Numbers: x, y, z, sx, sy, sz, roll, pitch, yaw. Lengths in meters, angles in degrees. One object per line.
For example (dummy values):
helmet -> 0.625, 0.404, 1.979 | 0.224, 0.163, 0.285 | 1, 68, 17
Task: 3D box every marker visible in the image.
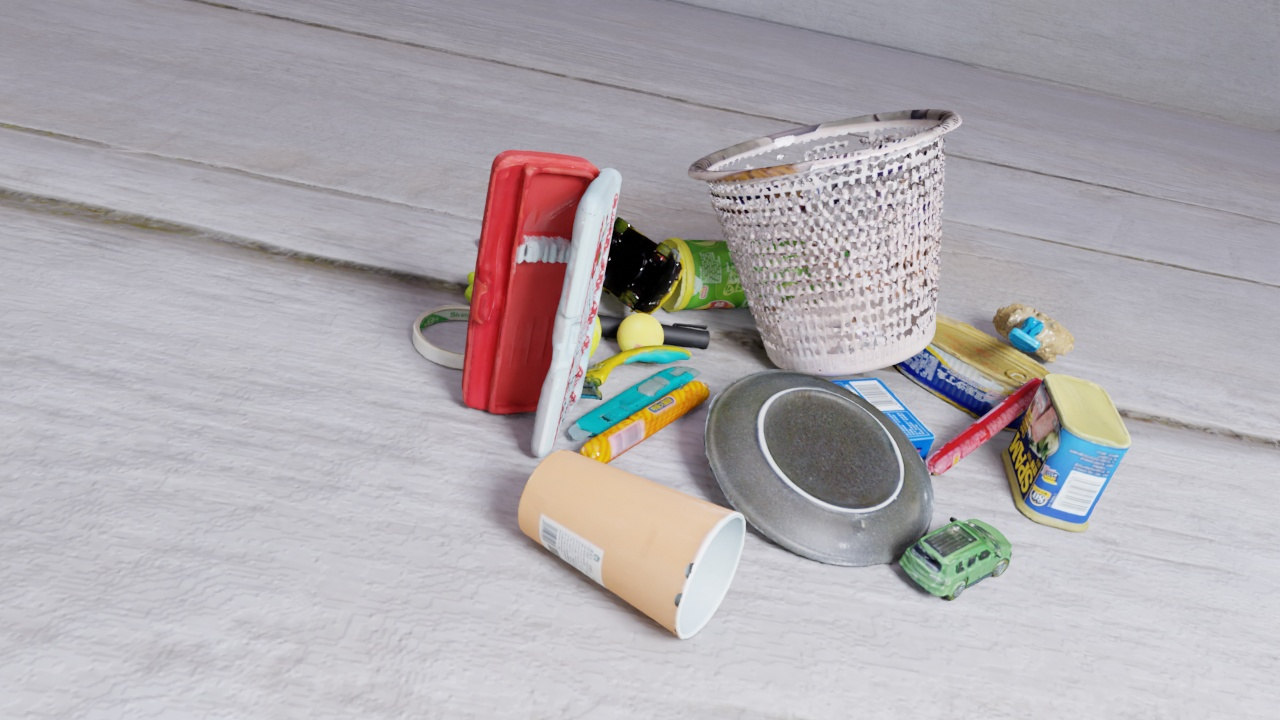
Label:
marker -> -0.003, -0.028, 0.822 | 0.132, 0.022, 0.020 | 7, -7, -10

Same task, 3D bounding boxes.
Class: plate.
plate -> 0.134, 0.068, 0.666 | 0.179, 0.024, 0.179 | 12, 44, -12

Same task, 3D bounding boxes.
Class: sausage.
sausage -> 0.285, 0.054, 0.755 | 0.155, 0.020, 0.020 | -30, 47, -23
sausage -> 0.007, 0.046, 0.699 | 0.021, 0.021, 0.164 | 29, 33, 26

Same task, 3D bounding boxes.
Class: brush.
brush -> 0.368, -0.024, 0.869 | 0.083, 0.046, 0.254 | 37, 18, 18

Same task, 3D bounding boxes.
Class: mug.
mug -> -0.009, 0.103, 0.549 | 0.123, 0.078, 0.078 | 21, 31, 25

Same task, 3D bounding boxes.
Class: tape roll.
tape roll -> -0.145, -0.020, 0.762 | 0.086, 0.014, 0.085 | 9, 30, -6

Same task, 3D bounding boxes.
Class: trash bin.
trash bin -> 0.170, -0.100, 0.800 | 0.227, 0.192, 0.227 | -12, 19, 4

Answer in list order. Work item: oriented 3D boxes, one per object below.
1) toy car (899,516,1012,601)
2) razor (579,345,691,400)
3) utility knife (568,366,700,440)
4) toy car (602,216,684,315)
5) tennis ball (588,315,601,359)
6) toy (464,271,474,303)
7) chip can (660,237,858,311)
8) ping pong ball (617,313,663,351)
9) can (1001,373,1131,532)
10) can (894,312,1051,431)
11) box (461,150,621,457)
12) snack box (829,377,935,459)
toy car -> 0.217, 0.131, 0.624 | 0.091, 0.036, 0.043 | -9, 35, -39
razor -> -0.004, 0.004, 0.747 | 0.132, 0.028, 0.043 | -17, 9, -42
utility knife -> -0.003, 0.031, 0.729 | 0.029, 0.013, 0.164 | 23, 31, 28
toy car -> -0.006, -0.085, 0.861 | 0.041, 0.071, 0.156 | 34, 2, -35
tennis ball -> -0.065, -0.023, 0.746 | 0.065, 0.066, 0.065 | 9, 30, -6
toy -> -0.108, -0.066, 0.838 | 0.100, 0.031, 0.096 | 3, 30, -7
chip can -> 0.123, -0.087, 0.921 | 0.221, 0.073, 0.072 | -3, 33, -25
ping pong ball -> 0.000, -0.021, 0.791 | 0.040, 0.040, 0.040 | 9, 30, -6
can -> 0.333, 0.069, 0.722 | 0.057, 0.083, 0.101 | 15, 30, 3
can -> 0.305, 0.008, 0.851 | 0.074, 0.049, 0.148 | -19, 42, -42
box -> -0.062, -0.033, 0.625 | 0.095, 0.202, 0.098 | 1, 32, -23
snack box -> 0.149, 0.051, 0.740 | 0.157, 0.026, 0.084 | -2, 35, -24
